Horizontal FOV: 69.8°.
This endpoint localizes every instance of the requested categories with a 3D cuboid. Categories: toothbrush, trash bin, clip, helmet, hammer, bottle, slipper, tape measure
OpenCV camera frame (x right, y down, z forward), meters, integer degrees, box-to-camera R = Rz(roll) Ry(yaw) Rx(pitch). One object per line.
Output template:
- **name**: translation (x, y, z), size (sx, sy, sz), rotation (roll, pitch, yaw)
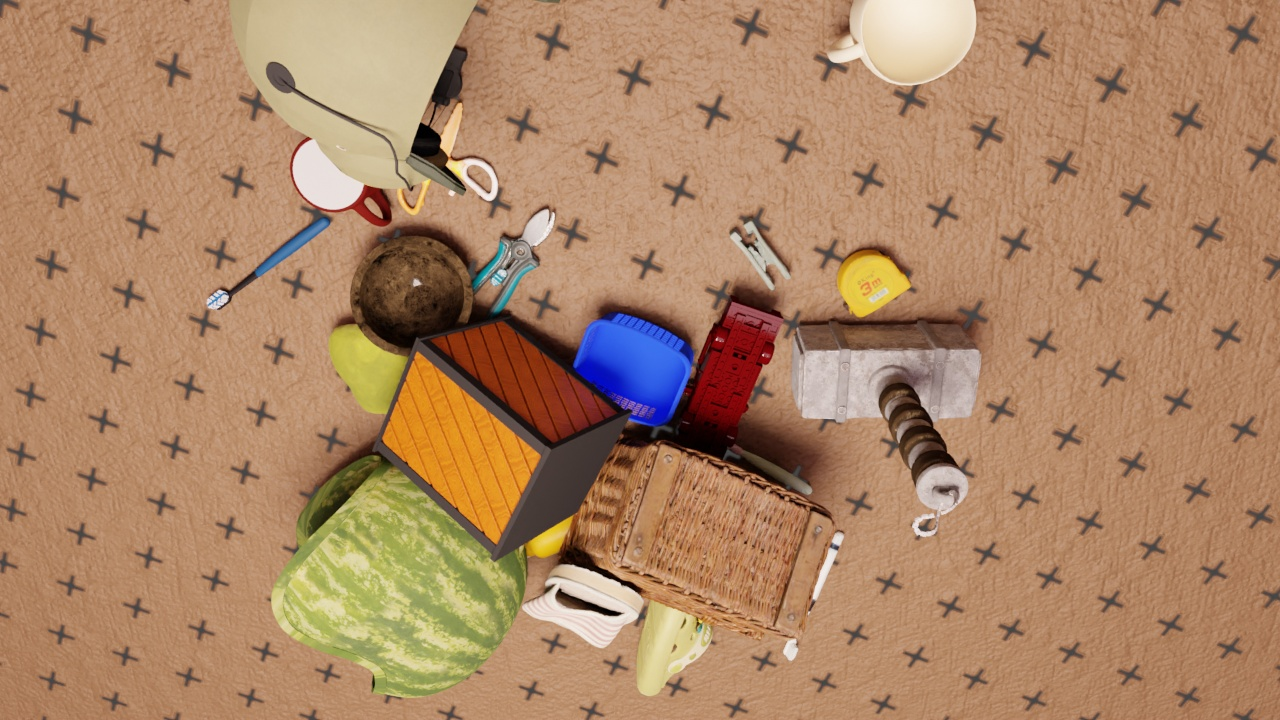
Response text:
- **toothbrush**: translation (0.207, 0.283, 1.093), size (0.012, 0.017, 0.187), rotation (7, 115, -23)
- **trash bin**: translation (-0.137, 0.070, 0.910), size (0.172, 0.139, 0.140), rotation (37, 117, 18)
- **clip**: translation (0.122, -0.107, 0.929), size (0.044, 0.023, 0.076), rotation (-34, 106, 17)
- **helmet**: translation (-0.203, -0.275, 0.733), size (0.233, 0.255, 0.251), rotation (27, 110, -12)
- **toothbrush**: translation (0.126, 0.112, 1.025), size (0.154, 0.015, 0.022), rotation (28, 146, -9)
- **hammer**: translation (0.242, 0.055, 0.826), size (0.177, 0.325, 0.079), rotation (0, 113, 3)
- **bottle**: translation (-0.082, 0.192, 1.053), size (0.144, 0.043, 0.043), rotation (-24, 110, 12)
- **toothbrush**: translation (-0.389, -0.101, 0.958), size (0.168, 0.014, 0.014), rotation (-32, 74, 15)
- **helmet**: translation (-0.240, 0.228, 0.983), size (0.243, 0.213, 0.247), rotation (-41, 109, -1)
- **slipper**: translation (-0.070, 0.274, 1.000), size (0.115, 0.052, 0.264), rotation (23, 155, -3)
- **tape measure**: translation (0.229, -0.081, 0.930), size (0.068, 0.030, 0.059), rotation (-36, 107, 14)
- **slipper**: translation (0.046, 0.319, 1.079), size (0.081, 0.091, 0.191), rotation (13, 116, -6)

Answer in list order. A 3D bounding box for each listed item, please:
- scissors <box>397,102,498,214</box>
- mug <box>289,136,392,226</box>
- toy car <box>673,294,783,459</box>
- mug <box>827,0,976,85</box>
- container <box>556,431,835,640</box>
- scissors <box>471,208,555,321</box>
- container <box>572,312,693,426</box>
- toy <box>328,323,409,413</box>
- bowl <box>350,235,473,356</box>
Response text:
- **scissors**: translation (-0.195, -0.195, 0.911), size (0.131, 0.011, 0.125), rotation (24, 114, -9)
- **mug**: translation (-0.277, -0.174, 0.885), size (0.073, 0.082, 0.106), rotation (-26, 109, 13)
- **toy car**: translation (0.089, 0.015, 0.960), size (0.070, 0.061, 0.170), rotation (18, 113, -5)
- **mug**: translation (0.221, -0.292, 0.803), size (0.120, 0.099, 0.096), rotation (-21, 112, 13)
- **container**: translation (0.067, 0.179, 0.936), size (0.250, 0.183, 0.162), rotation (23, 76, -7)
- **scissors**: translation (-0.142, -0.096, 0.947), size (0.146, 0.019, 0.133), rotation (-3, 114, 5)
- **container**: translation (-0.006, 0.006, 0.954), size (0.114, 0.058, 0.096), rotation (24, 112, 5)
- **toy**: translation (-0.285, 0.011, 0.981), size (0.090, 0.051, 0.110), rotation (0, 116, 5)
- **bowl**: translation (-0.228, -0.062, 0.938), size (0.121, 0.056, 0.121), rotation (0, 86, -2)
